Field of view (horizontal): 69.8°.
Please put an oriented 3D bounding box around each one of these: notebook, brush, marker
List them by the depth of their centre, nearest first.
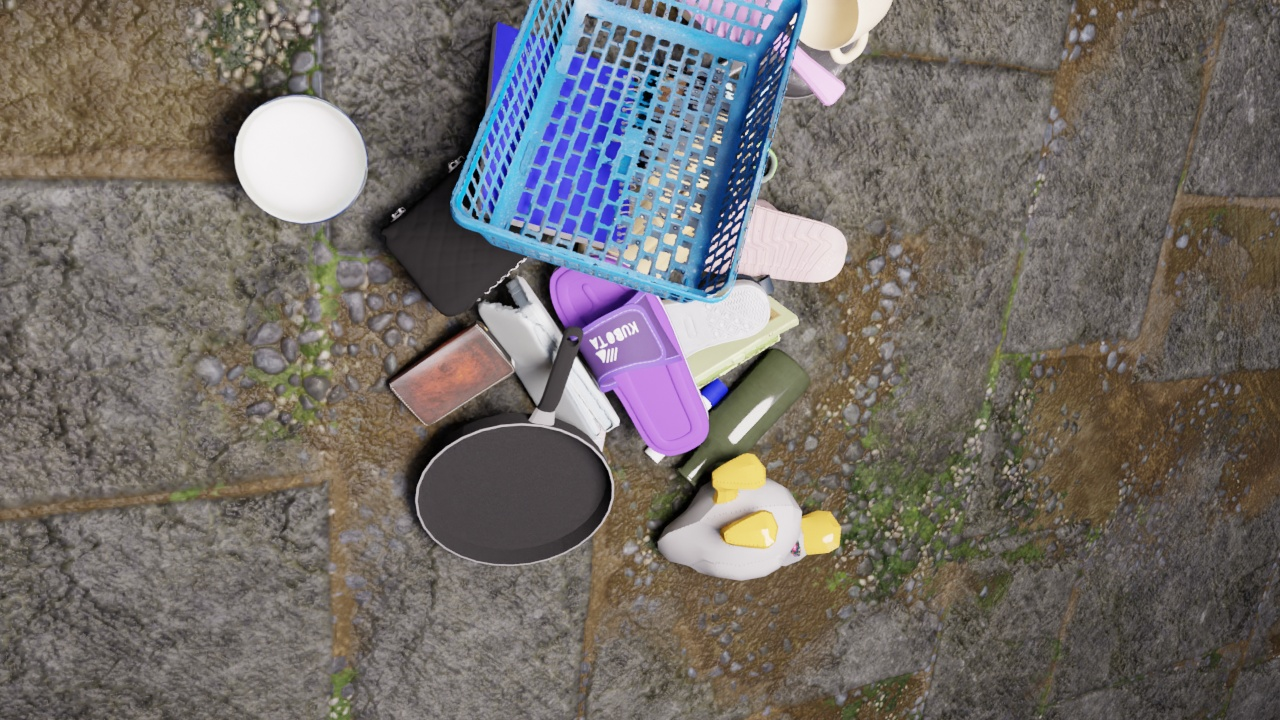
[{"bbox_3d":[-0.078,-0.226,0.946,0.171,0.022,0.209,11,71,-29],"label":"notebook"},{"bbox_3d":[0.129,-0.361,0.996,0.228,0.043,0.089,42,92,-7],"label":"brush"},{"bbox_3d":[0.060,0.078,1.191,0.133,0.023,0.027,-46,143,-5],"label":"marker"}]

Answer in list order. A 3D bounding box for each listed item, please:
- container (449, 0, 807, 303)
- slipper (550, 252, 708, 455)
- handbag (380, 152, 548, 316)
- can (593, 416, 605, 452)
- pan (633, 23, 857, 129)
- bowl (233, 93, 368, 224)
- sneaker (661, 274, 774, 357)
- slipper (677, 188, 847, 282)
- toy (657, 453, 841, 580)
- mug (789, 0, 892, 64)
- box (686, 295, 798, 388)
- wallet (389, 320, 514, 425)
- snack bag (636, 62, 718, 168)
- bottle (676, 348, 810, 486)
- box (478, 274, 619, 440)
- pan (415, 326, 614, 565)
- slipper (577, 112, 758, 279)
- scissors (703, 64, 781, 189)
[{"bbox_3d":[-0.004,-0.230,0.883,0.257,0.089,0.361,17,69,-1],"label":"container"},{"bbox_3d":[-0.006,0.006,1.023,0.107,0.083,0.266,-24,112,14],"label":"slipper"},{"bbox_3d":[-0.184,-0.134,0.966,0.153,0.115,0.125,-43,98,-4],"label":"handbag"},{"bbox_3d":[-0.063,0.110,1.133,0.032,0.032,0.095,2,107,-28],"label":"can"},{"bbox_3d":[0.124,-0.352,1.055,0.356,0.055,0.187,-39,121,-14],"label":"pan"},{"bbox_3d":[-0.324,-0.193,0.870,0.118,0.062,0.118,-10,112,-25],"label":"bowl"},{"bbox_3d":[0.048,-0.045,1.098,0.236,0.087,0.089,-19,110,11],"label":"sneaker"},{"bbox_3d":[0.134,-0.150,1.121,0.239,0.064,0.094,10,107,-16],"label":"slipper"},{"bbox_3d":[0.143,0.225,1.220,0.247,0.140,0.268,-13,153,6],"label":"toy"},{"bbox_3d":[0.228,-0.393,1.010,0.099,0.096,0.120,-40,126,-32],"label":"mug"},{"bbox_3d":[0.103,-0.003,1.159,0.187,0.091,0.083,-29,136,-12],"label":"box"},{"bbox_3d":[-0.206,0.015,1.008,0.123,0.019,0.072,-32,118,9],"label":"wallet"},{"bbox_3d":[0.034,-0.256,1.029,0.074,0.018,0.155,-1,128,-29],"label":"snack bag"},{"bbox_3d":[0.129,0.079,1.198,0.206,0.071,0.071,-46,122,-5],"label":"bottle"},{"bbox_3d":[-0.086,-0.005,1.032,0.083,0.123,0.216,-53,138,-29],"label":"box"},{"bbox_3d":[-0.123,0.100,1.028,0.225,0.034,0.357,10,124,-18],"label":"pan"},{"bbox_3d":[0.029,-0.164,1.022,0.111,0.079,0.262,41,101,-14],"label":"slipper"},{"bbox_3d":[0.114,-0.263,1.072,0.160,0.024,0.171,-30,135,3],"label":"scissors"}]
